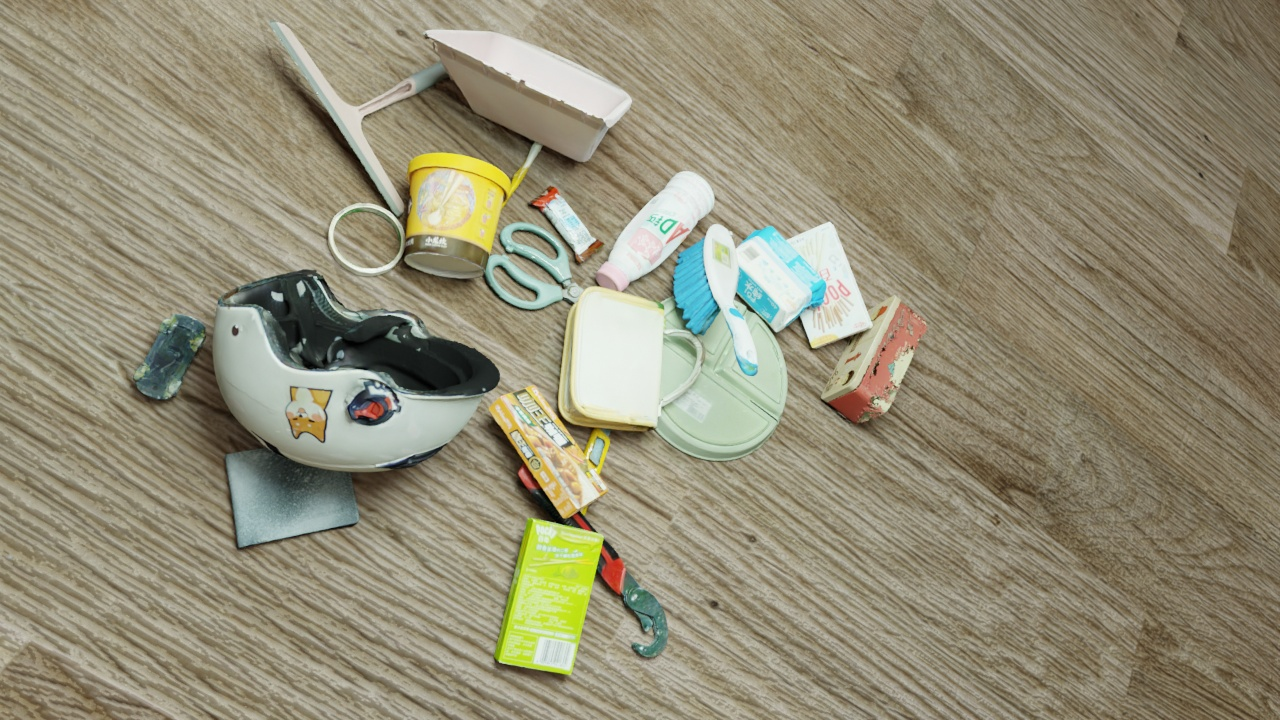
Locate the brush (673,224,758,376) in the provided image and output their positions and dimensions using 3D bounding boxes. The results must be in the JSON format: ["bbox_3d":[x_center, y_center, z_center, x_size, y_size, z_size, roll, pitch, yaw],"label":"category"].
[{"bbox_3d":[0.092,-0.064,1.100,0.060,0.110,0.313,26,39,-21],"label":"brush"}]

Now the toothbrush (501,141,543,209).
[{"bbox_3d":[-0.155,-0.237,1.160,0.018,0.016,0.191,29,65,-5],"label":"toothbrush"}]

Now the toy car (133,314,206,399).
[{"bbox_3d":[-0.476,-0.003,0.931,0.043,0.034,0.090,25,68,-19],"label":"toy car"}]

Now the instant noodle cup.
[{"bbox_3d":[-0.216,-0.161,1.057,0.118,0.119,0.114,11,78,-22],"label":"instant noodle cup"}]

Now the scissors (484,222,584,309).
[{"bbox_3d":[-0.104,-0.116,1.147,0.185,0.019,0.132,12,70,-23],"label":"scissors"}]

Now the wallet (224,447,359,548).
[{"bbox_3d":[-0.360,0.135,0.953,0.120,0.019,0.097,-8,80,-28],"label":"wallet"}]

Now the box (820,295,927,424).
[{"bbox_3d":[0.330,0.004,1.266,0.080,0.091,0.168,36,63,-8],"label":"box"}]

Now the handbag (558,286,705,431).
[{"bbox_3d":[-0.007,0.007,1.115,0.178,0.063,0.163,11,70,-20],"label":"handbag"}]

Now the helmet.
[{"bbox_3d":[-0.296,0.029,0.919,0.274,0.230,0.157,23,104,-14],"label":"helmet"}]

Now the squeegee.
[{"bbox_3d":[-0.281,-0.334,1.119,0.248,0.040,0.248,-42,109,-34],"label":"squeegee"}]

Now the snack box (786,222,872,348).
[{"bbox_3d":[0.253,-0.103,1.271,0.026,0.085,0.156,1,69,-67],"label":"snack box"}]

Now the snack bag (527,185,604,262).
[{"bbox_3d":[-0.094,-0.174,1.162,0.104,0.026,0.048,49,59,-4],"label":"snack bag"}]

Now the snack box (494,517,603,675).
[{"bbox_3d":[-0.100,0.259,1.010,0.085,0.026,0.156,15,81,-18],"label":"snack box"}]

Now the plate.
[{"bbox_3d":[0.096,0.016,1.192,0.230,0.028,0.230,7,71,-22],"label":"plate"}]

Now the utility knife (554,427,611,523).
[{"bbox_3d":[-0.064,0.132,1.089,0.033,0.015,0.195,28,65,-18],"label":"utility knife"}]

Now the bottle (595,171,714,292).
[{"bbox_3d":[0.016,-0.163,1.190,0.068,0.068,0.196,45,66,-6],"label":"bottle"}]

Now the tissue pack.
[{"bbox_3d":[0.176,-0.111,1.237,0.089,0.063,0.140,-35,75,-28],"label":"tissue pack"}]

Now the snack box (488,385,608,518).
[{"bbox_3d":[-0.104,0.102,1.043,0.153,0.026,0.075,54,27,8],"label":"snack box"}]

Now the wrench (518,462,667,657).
[{"bbox_3d":[-0.050,0.225,1.055,0.056,0.016,0.273,-38,98,-28],"label":"wrench"}]

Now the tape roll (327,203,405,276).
[{"bbox_3d":[-0.315,-0.139,1.058,0.085,0.014,0.085,7,71,-23],"label":"tape roll"}]

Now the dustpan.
[{"bbox_3d":[-0.114,-0.350,1.097,0.222,0.273,0.138,26,84,-3],"label":"dustpan"}]
